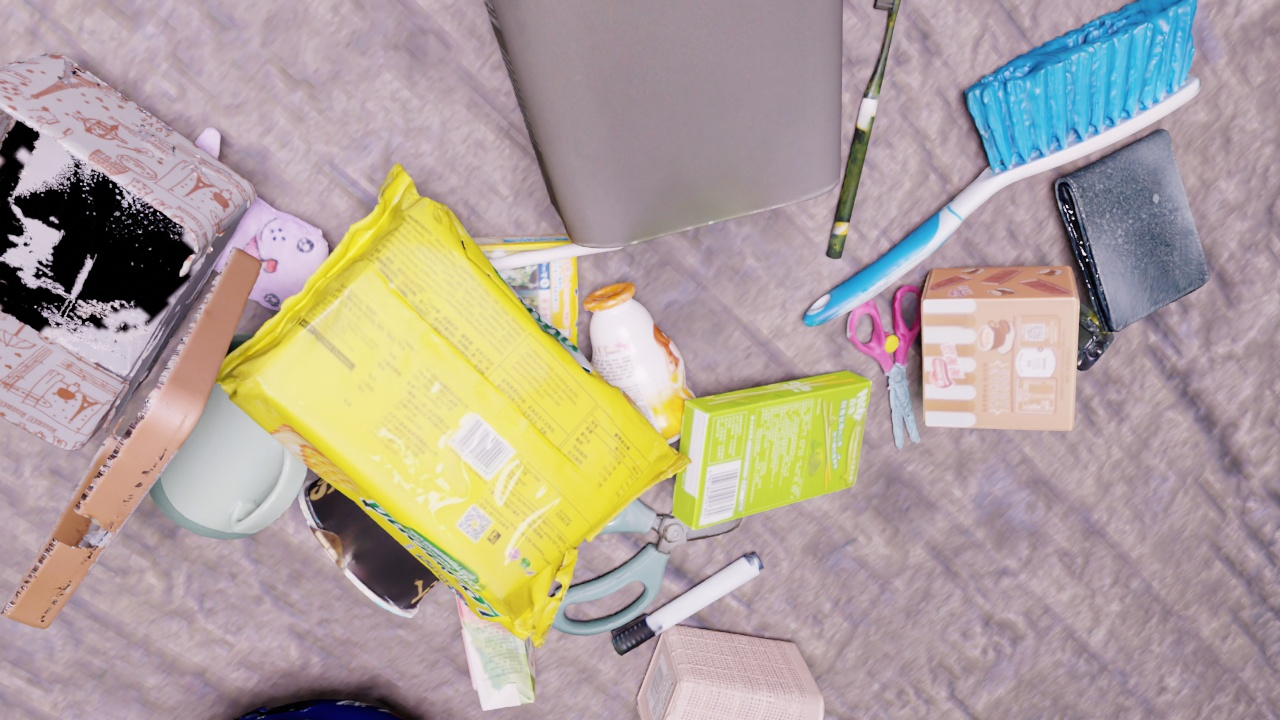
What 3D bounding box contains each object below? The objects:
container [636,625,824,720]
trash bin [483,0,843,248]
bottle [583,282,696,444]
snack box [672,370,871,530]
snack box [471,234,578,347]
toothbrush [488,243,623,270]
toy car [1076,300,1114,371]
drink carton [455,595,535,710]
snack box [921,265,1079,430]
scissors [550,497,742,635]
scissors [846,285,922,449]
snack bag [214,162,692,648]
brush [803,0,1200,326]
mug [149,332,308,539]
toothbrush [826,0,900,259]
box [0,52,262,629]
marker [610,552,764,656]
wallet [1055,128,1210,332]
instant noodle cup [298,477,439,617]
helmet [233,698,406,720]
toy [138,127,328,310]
[{"bbox_3d":[0.064,0.262,0.699,0.111,0.090,0.090,16,105,-14],"label":"container"},{"bbox_3d":[0.003,-0.195,0.483,0.198,0.199,0.220,-14,117,-5],"label":"trash bin"},{"bbox_3d":[-0.004,0.004,0.609,0.063,0.063,0.108,-22,112,-4],"label":"bottle"},{"bbox_3d":[0.094,0.060,0.637,0.156,0.026,0.086,-9,113,-34],"label":"snack box"},{"bbox_3d":[-0.111,-0.034,0.592,0.140,0.033,0.087,-3,109,-9],"label":"snack box"},{"bbox_3d":[-0.097,-0.061,0.560,0.180,0.016,0.016,-10,103,-8],"label":"toothbrush"},{"bbox_3d":[0.303,-0.030,0.675,0.090,0.035,0.042,34,97,-14],"label":"toy car"},{"bbox_3d":[-0.106,0.184,0.656,0.045,0.053,0.122,-9,110,-4],"label":"drink carton"},{"bbox_3d":[0.245,-0.010,0.629,0.094,0.076,0.093,1,112,22],"label":"snack box"},{"bbox_3d":[-0.003,0.149,0.684,0.179,0.019,0.161,-4,109,-12],"label":"scissors"},{"bbox_3d":[0.196,0.006,0.679,0.072,0.017,0.137,-30,116,-11],"label":"scissors"},{"bbox_3d":[-0.100,0.032,0.518,0.246,0.068,0.157,45,75,-16],"label":"snack bag"},{"bbox_3d":[0.237,-0.134,0.619,0.314,0.060,0.109,-26,115,1],"label":"brush"},{"bbox_3d":[-0.236,0.057,0.556,0.082,0.112,0.106,24,106,-48],"label":"mug"},{"bbox_3d":[0.147,-0.159,0.612,0.017,0.012,0.186,7,107,-8],"label":"toothbrush"},{"bbox_3d":[-0.303,-0.020,0.453,0.157,0.217,0.181,31,119,-27],"label":"box"},{"bbox_3d":[0.035,0.185,0.703,0.130,0.018,0.022,-32,73,-1],"label":"marker"},{"bbox_3d":[0.354,-0.092,0.654,0.097,0.019,0.121,-25,100,-13],"label":"wallet"},{"bbox_3d":[-0.136,0.084,0.593,0.120,0.111,0.111,-40,111,-3],"label":"instant noodle cup"},{"bbox_3d":[-0.213,0.339,0.581,0.247,0.240,0.316,-26,123,-2],"label":"helmet"},{"bbox_3d":[-0.236,-0.075,0.548,0.108,0.039,0.084,38,101,-19],"label":"toy"}]
